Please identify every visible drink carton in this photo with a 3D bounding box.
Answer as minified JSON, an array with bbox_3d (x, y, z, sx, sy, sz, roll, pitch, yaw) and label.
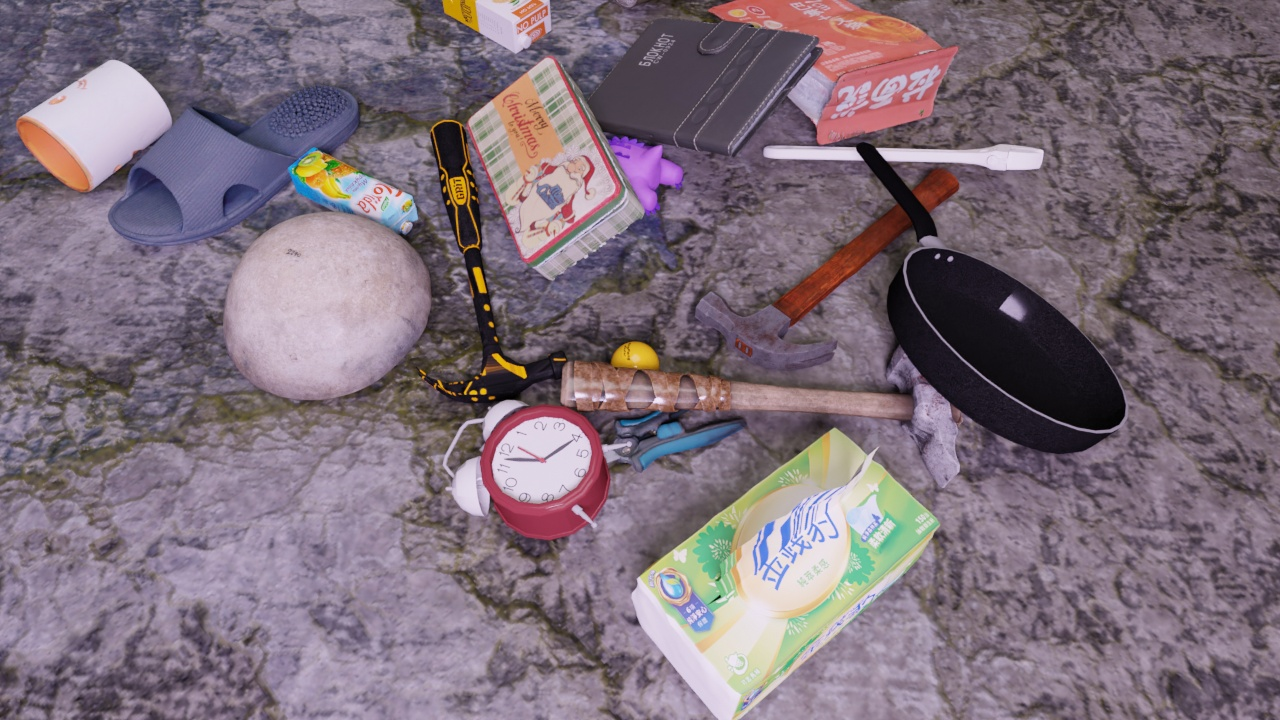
[{"bbox_3d":[-0.161,-0.399,1.037,0.122,0.040,0.058,35,61,21],"label":"drink carton"},{"bbox_3d":[-0.270,-0.156,0.864,0.129,0.039,0.044,27,58,17],"label":"drink carton"}]

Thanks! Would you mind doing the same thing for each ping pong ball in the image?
[{"bbox_3d":[-0.004,0.004,0.756,0.040,0.040,0.040,1,55,-1],"label":"ping pong ball"}]

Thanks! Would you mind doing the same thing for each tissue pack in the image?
[{"bbox_3d":[0.100,0.127,0.610,0.120,0.142,0.197,39,63,23],"label":"tissue pack"}]

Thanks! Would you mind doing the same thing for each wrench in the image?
[{"bbox_3d":[0.260,-0.204,0.911,0.273,0.018,0.066,2,20,4],"label":"wrench"}]

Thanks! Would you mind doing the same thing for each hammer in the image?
[{"bbox_3d":[0.097,0.030,0.721,0.318,0.049,0.121,4,58,-5],"label":"hammer"},{"bbox_3d":[-0.157,-0.100,0.833,0.123,0.036,0.320,-13,58,-8],"label":"hammer"},{"bbox_3d":[0.194,-0.093,0.839,0.299,0.028,0.111,-38,63,-25],"label":"hammer"}]

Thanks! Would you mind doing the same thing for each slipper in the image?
[{"bbox_3d":[-0.382,-0.205,0.871,0.101,0.083,0.262,37,61,19],"label":"slipper"}]

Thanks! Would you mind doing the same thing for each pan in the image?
[{"bbox_3d":[0.261,-0.065,0.772,0.203,0.044,0.355,5,44,-32],"label":"pan"}]

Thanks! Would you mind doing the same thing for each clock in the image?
[{"bbox_3d":[-0.082,0.080,0.690,0.138,0.048,0.096,15,60,15],"label":"clock"}]

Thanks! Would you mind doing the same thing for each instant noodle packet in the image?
[{"bbox_3d":[0.194,-0.338,0.970,0.164,0.084,0.221,-21,55,-24],"label":"instant noodle packet"}]

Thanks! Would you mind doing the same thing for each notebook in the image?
[{"bbox_3d":[0.054,-0.277,0.909,0.209,0.029,0.169,23,68,35],"label":"notebook"}]

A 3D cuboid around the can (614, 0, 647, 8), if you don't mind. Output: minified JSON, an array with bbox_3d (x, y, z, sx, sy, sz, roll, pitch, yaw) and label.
[{"bbox_3d":[0.004,-0.462,1.055,0.074,0.090,0.090,-28,60,-20],"label":"can"}]

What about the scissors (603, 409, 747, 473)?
[{"bbox_3d":[0.018,0.061,0.731,0.144,0.019,0.126,14,56,11],"label":"scissors"}]

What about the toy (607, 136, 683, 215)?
[{"bbox_3d":[-0.013,-0.186,0.880,0.088,0.056,0.105,17,44,24],"label":"toy"}]

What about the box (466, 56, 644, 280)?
[{"bbox_3d":[-0.084,-0.181,0.852,0.118,0.050,0.205,-32,57,13],"label":"box"}]

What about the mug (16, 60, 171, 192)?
[{"bbox_3d":[-0.521,-0.225,0.880,0.082,0.082,0.105,25,57,15],"label":"mug"}]

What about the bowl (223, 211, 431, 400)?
[{"bbox_3d":[-0.268,-0.061,0.759,0.178,0.081,0.178,-2,60,4],"label":"bowl"}]
